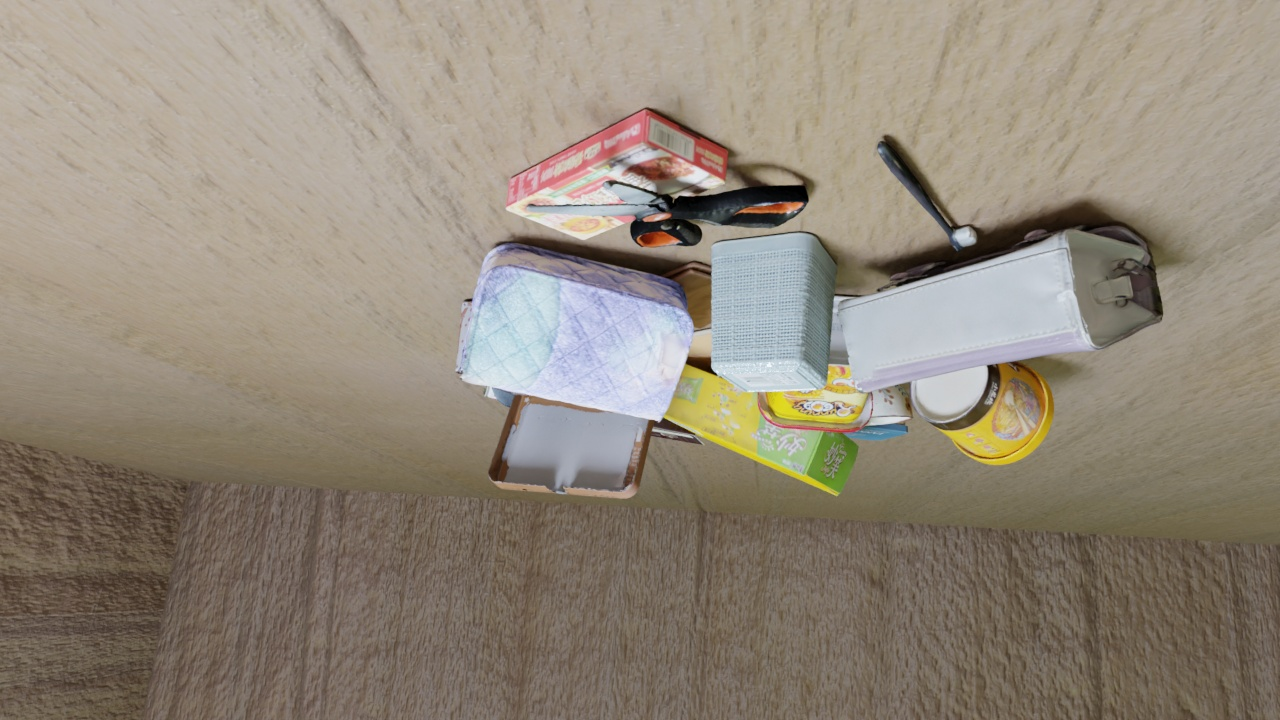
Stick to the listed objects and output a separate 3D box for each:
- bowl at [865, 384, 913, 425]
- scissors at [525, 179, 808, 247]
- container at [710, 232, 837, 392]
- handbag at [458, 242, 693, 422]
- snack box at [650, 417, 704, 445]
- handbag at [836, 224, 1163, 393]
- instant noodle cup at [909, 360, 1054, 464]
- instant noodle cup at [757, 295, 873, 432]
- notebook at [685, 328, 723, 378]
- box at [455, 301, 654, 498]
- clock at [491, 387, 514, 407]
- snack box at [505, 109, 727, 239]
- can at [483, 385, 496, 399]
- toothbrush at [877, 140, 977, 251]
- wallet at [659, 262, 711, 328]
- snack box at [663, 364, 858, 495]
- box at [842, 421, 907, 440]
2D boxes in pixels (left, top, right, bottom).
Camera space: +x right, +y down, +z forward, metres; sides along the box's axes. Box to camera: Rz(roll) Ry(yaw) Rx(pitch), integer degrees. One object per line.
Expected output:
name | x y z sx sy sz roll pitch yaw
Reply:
bowl | 0.270 0.046 1.112 0.113 0.062 0.113 -2 170 0
scissors | 0.016 -0.095 0.614 0.221 0.021 0.211 -9 178 -23
container | 0.110 -0.035 0.762 0.090 0.111 0.090 -4 163 27
handbag | -0.055 -0.022 0.815 0.194 0.134 0.075 14 -152 -9
snack box | 0.009 0.073 1.222 0.125 0.053 0.113 14 174 -44
handbag | 0.279 -0.040 0.722 0.144 0.098 0.197 -5 173 -40
instant noodle cup | 0.362 0.041 0.991 0.114 0.118 0.119 24 157 -34
instant noodle cup | 0.178 -0.002 0.896 0.116 0.115 0.124 4 154 2
notebook | 0.120 -0.003 1.085 0.150 0.012 0.211 -11 159 41
box | -0.092 0.045 0.964 0.183 0.193 0.156 -3 163 26
clock | -0.123 0.020 1.102 0.122 0.082 0.055 -3 169 28
snack box | -0.020 -0.123 0.632 0.075 0.025 0.153 17 161 -39
can | -0.136 0.032 1.202 0.132 0.053 0.053 9 165 -16
toothbrush | 0.200 -0.112 0.636 0.018 0.015 0.181 -13 159 33
wallet | 0.052 -0.061 0.869 0.101 0.020 0.116 12 161 -33
snack box | 0.137 0.080 1.092 0.210 0.070 0.157 21 175 30
box | 0.268 0.067 1.216 0.184 0.059 0.090 9 165 -12
